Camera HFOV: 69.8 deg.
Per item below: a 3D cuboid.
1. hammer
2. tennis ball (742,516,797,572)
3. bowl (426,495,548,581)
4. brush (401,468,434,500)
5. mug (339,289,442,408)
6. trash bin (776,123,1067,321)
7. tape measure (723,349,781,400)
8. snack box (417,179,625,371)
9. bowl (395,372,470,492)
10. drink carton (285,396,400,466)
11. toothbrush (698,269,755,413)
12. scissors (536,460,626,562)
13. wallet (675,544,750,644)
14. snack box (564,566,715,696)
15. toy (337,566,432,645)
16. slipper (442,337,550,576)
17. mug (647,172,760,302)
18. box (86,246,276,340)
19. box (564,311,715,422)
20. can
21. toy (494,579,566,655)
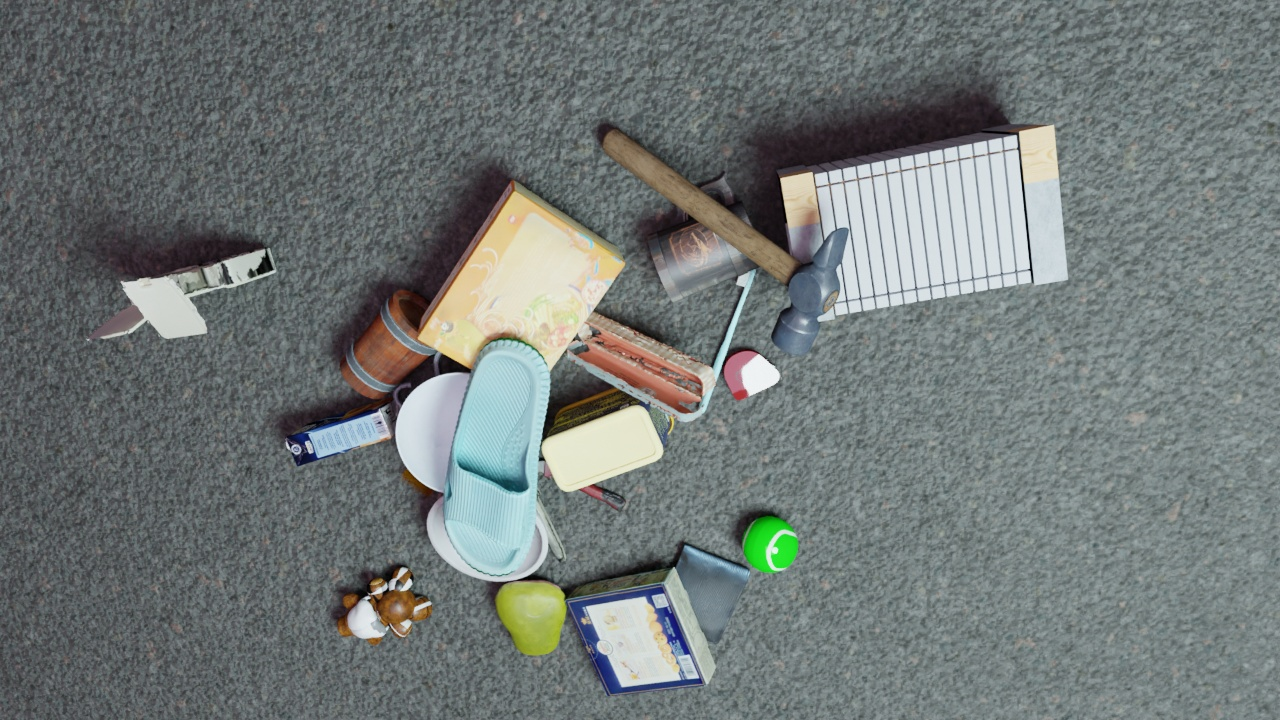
[{"bbox_3d":[0.070,-0.148,0.916,0.322,0.040,0.130,42,132,29],"label":"hammer"},{"bbox_3d":[0.152,0.216,1.078,0.065,0.065,0.065,2,105,7],"label":"tennis ball"},{"bbox_3d":[-0.182,0.201,1.120,0.149,0.043,0.150,4,122,7],"label":"bowl"},{"bbox_3d":[-0.241,0.111,1.124,0.048,0.017,0.126,40,106,-4],"label":"brush"},{"bbox_3d":[-0.275,-0.004,1.069,0.117,0.081,0.111,43,109,-14],"label":"mug"},{"bbox_3d":[0.274,-0.141,0.926,0.247,0.142,0.142,-9,104,9],"label":"trash bin"},{"bbox_3d":[0.125,0.011,1.051,0.059,0.019,0.051,-25,99,6],"label":"tape measure"},{"bbox_3d":[-0.132,-0.077,1.015,0.145,0.080,0.195,31,104,-20],"label":"snack box"},{"bbox_3d":[-0.204,0.076,1.067,0.144,0.074,0.144,-1,102,-3],"label":"bowl"},{"bbox_3d":[-0.353,0.085,1.107,0.130,0.064,0.040,-17,100,11],"label":"drink carton"},{"bbox_3d":[0.095,-0.021,1.047,0.016,0.016,0.181,17,106,-1],"label":"toothbrush"},{"bbox_3d":[-0.112,0.162,1.123,0.198,0.015,0.179,8,106,6],"label":"scissors"},{"bbox_3d":[0.074,0.290,1.129,0.089,0.026,0.115,21,106,3],"label":"wallet"},{"bbox_3d":[0.000,0.335,1.124,0.145,0.042,0.144,-16,102,27],"label":"snack box"},{"bbox_3d":[-0.333,0.320,1.173,0.113,0.067,0.087,-24,101,22],"label":"toy"},{"bbox_3d":[-0.161,0.111,0.989,0.116,0.069,0.276,16,105,14],"label":"slipper"},{"bbox_3d":[0.067,-0.135,0.995,0.107,0.080,0.115,-20,75,11],"label":"mug"},{"bbox_3d":[-0.510,-0.068,1.024,0.144,0.180,0.080,-11,104,17],"label":"box"},{"bbox_3d":[-0.006,0.004,1.009,0.187,0.057,0.067,26,68,31],"label":"box"},{"bbox_3d":[-0.037,0.084,1.046,0.135,0.104,0.075,-21,101,12],"label":"can"},{"bbox_3d":[-0.136,0.324,1.149,0.090,0.051,0.110,-1,110,-5],"label":"toy"}]
